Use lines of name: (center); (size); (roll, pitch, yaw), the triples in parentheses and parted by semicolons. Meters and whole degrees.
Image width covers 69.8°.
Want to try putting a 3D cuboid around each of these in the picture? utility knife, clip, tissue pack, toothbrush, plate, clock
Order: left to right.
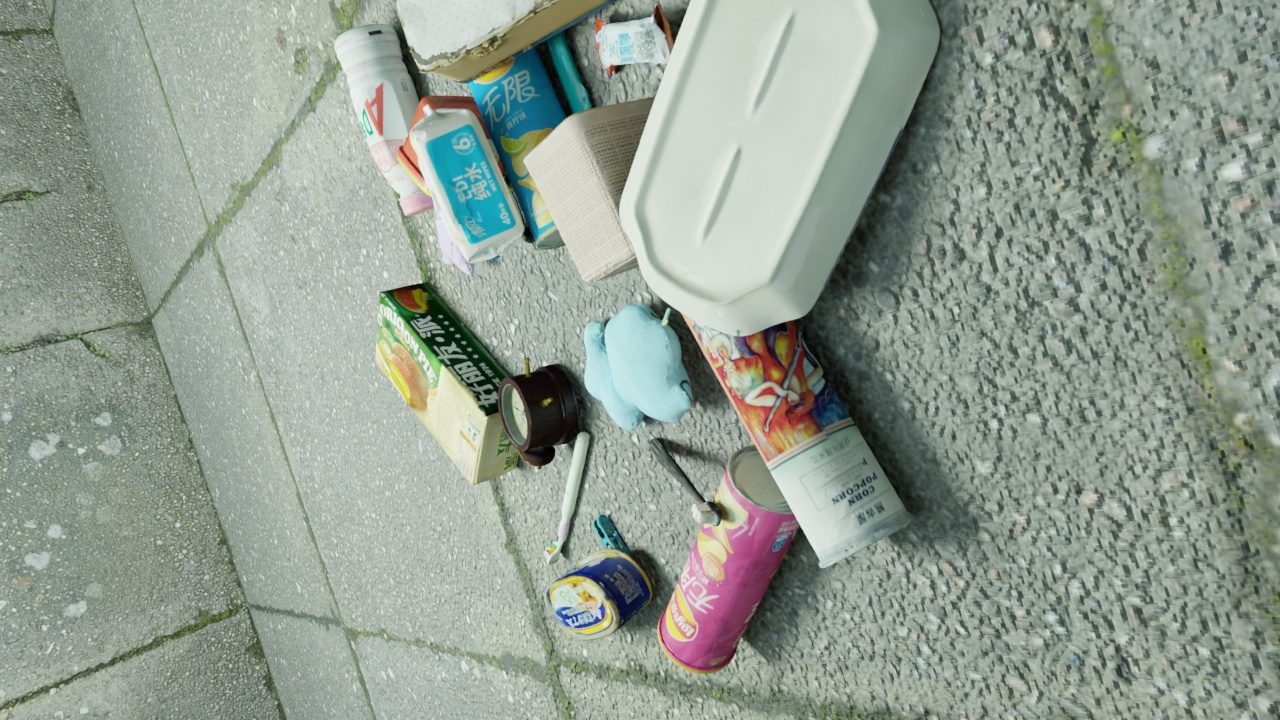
tissue pack: (-0.149, -0.151, 0.790); (0.090, 0.063, 0.140); (-125, 13, -77)
clock: (-0.107, 0.058, 0.927); (0.082, 0.055, 0.122); (55, 143, 31)
utility knife: (-0.079, -0.297, 0.776); (0.029, 0.013, 0.216); (-18, 93, 55)
toothbrush: (-0.077, 0.146, 0.965); (0.020, 0.029, 0.190); (16, 127, -1)
clip: (-0.029, 0.182, 0.925); (0.056, 0.014, 0.043); (59, 143, 12)
toothbrush: (0.030, 0.095, 0.749); (0.181, 0.018, 0.016); (-135, 48, -71)
plate: (0.070, -0.141, 0.569); (0.162, 0.034, 0.266); (33, 116, 21)

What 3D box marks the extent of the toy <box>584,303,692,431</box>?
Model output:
toy: (-0.005, 0.005, 0.785); (0.161, 0.049, 0.157); (52, 148, 35)

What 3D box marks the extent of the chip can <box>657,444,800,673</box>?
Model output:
chip can: (0.073, 0.164, 0.737); (0.071, 0.071, 0.211); (45, 136, 31)

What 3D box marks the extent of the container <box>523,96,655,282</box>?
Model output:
container: (-0.018, -0.129, 0.712); (0.090, 0.089, 0.111); (-24, 90, 53)

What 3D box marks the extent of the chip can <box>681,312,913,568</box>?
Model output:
chip can: (0.103, 0.032, 0.641); (0.214, 0.071, 0.071); (62, 143, 13)

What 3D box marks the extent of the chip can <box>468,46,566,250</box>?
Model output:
chip can: (-0.097, -0.205, 0.792); (0.071, 0.071, 0.210); (-31, 81, 53)

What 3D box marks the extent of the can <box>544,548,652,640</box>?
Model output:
can: (-0.045, 0.238, 0.925); (0.074, 0.049, 0.148); (55, 146, 2)

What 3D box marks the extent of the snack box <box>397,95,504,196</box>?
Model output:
snack box: (-0.173, -0.205, 0.876); (0.082, 0.091, 0.080); (49, 131, 28)

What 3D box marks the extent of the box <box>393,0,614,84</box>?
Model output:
box: (-0.102, -0.293, 0.714); (0.185, 0.061, 0.090); (-17, 89, 23)

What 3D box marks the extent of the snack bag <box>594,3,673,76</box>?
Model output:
snack bag: (-0.005, -0.240, 0.691); (0.104, 0.026, 0.048); (13, 128, 54)

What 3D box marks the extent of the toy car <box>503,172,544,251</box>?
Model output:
toy car: (-0.096, -0.147, 0.845); (0.043, 0.036, 0.091); (-28, 85, 54)

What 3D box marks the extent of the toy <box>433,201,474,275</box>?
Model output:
toy: (-0.199, -0.149, 0.973); (0.084, 0.038, 0.108); (21, 123, 56)

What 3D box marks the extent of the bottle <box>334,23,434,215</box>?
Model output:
bottle: (-0.267, -0.257, 0.992); (0.068, 0.068, 0.197); (-8, 102, 53)

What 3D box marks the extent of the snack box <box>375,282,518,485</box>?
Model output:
snack box: (-0.224, 0.022, 1.061); (0.240, 0.063, 0.115); (44, 135, 32)
